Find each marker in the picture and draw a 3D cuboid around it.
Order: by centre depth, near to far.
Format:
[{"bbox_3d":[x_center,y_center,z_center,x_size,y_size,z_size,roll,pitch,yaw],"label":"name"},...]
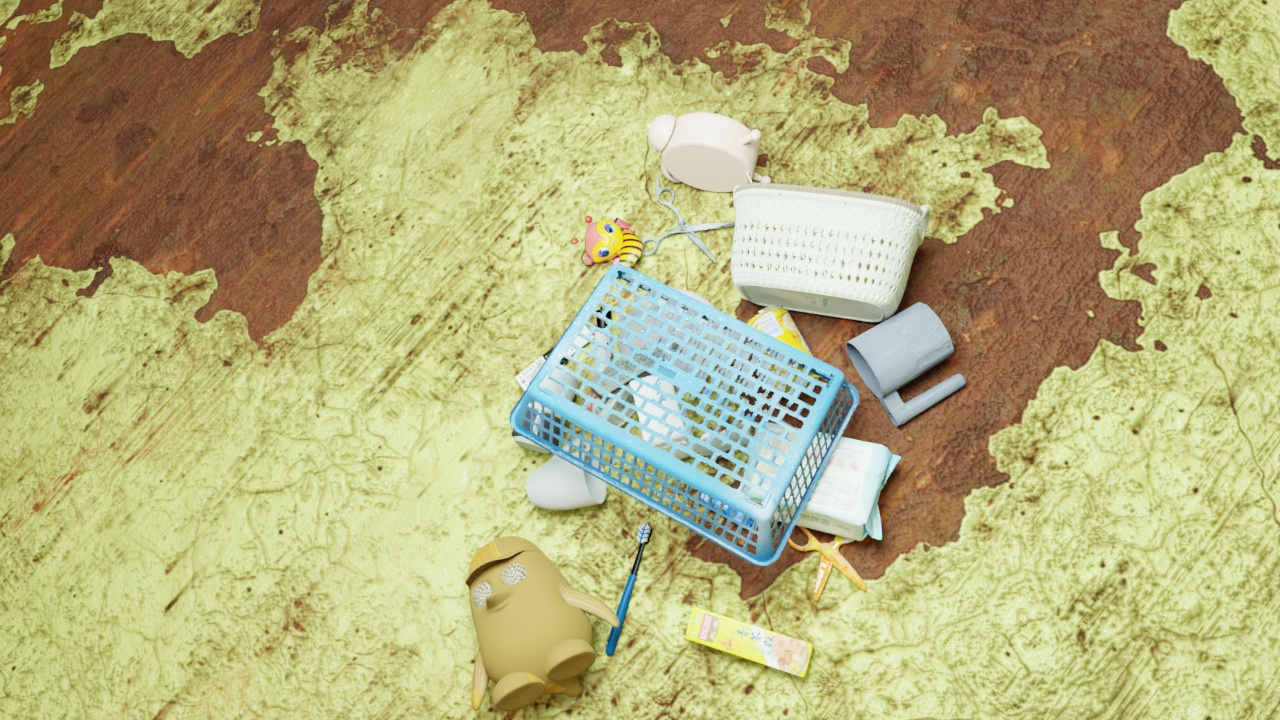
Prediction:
[{"bbox_3d":[-0.051,-0.017,1.277,0.025,0.025,0.125,-6,69,12],"label":"marker"}]

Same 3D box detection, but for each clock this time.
[{"bbox_3d":[0.092,-0.279,1.279,0.160,0.131,0.086,17,75,20],"label":"clock"}]

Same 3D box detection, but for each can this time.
[{"bbox_3d":[0.183,-0.012,1.190,0.068,0.067,0.105,-27,65,4],"label":"can"},{"bbox_3d":[-0.033,0.047,1.214,0.043,0.086,0.086,35,82,22],"label":"can"},{"bbox_3d":[-0.127,0.058,1.247,0.064,0.064,0.127,12,74,19],"label":"can"}]

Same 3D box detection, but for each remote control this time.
[{"bbox_3d":[-0.007,0.007,1.184,0.136,0.013,0.033,-32,62,-27],"label":"remote control"},{"bbox_3d":[-0.120,-0.003,1.297,0.124,0.012,0.028,-38,65,-1],"label":"remote control"}]

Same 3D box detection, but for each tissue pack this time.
[{"bbox_3d":[0.214,0.147,1.116,0.182,0.070,0.111,11,60,18],"label":"tissue pack"}]

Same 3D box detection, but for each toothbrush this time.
[{"bbox_3d":[-0.015,0.288,1.160,0.014,0.014,0.167,9,72,29],"label":"toothbrush"}]

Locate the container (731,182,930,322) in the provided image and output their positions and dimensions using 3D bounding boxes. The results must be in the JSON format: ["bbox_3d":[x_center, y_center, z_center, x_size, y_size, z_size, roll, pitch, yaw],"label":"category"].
[{"bbox_3d":[0.231,-0.140,1.170,0.246,0.184,0.142,10,83,19],"label":"container"}]

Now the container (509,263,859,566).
[{"bbox_3d":[0.052,0.042,1.079,0.362,0.089,0.256,27,68,13],"label":"container"}]

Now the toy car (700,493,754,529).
[{"bbox_3d":[0.100,0.172,1.146,0.092,0.062,0.033,28,79,22],"label":"toy car"}]

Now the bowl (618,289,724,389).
[{"bbox_3d":[0.038,-0.036,1.250,0.150,0.043,0.149,-5,69,13],"label":"bowl"}]

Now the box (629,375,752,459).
[{"bbox_3d":[0.072,0.075,1.165,0.137,0.108,0.126,-19,66,8],"label":"box"}]

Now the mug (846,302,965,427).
[{"bbox_3d":[0.333,0.004,1.145,0.104,0.084,0.124,-31,89,0],"label":"mug"}]

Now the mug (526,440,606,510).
[{"bbox_3d":[-0.099,0.149,1.212,0.089,0.071,0.107,-15,39,18],"label":"mug"}]

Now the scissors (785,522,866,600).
[{"bbox_3d":[0.234,0.228,1.117,0.127,0.011,0.125,-42,65,-3],"label":"scissors"}]

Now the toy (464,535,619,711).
[{"bbox_3d":[-0.145,0.303,1.118,0.198,0.162,0.203,-31,55,-1],"label":"toy"}]

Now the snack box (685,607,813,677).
[{"bbox_3d":[0.130,0.336,1.095,0.148,0.029,0.040,13,73,19],"label":"snack box"}]

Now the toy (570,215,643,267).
[{"bbox_3d":[-0.042,-0.168,1.322,0.103,0.046,0.084,29,73,19],"label":"toy"}]

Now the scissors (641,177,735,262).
[{"bbox_3d":[0.059,-0.201,1.323,0.142,0.014,0.173,-23,65,8],"label":"scissors"}]
